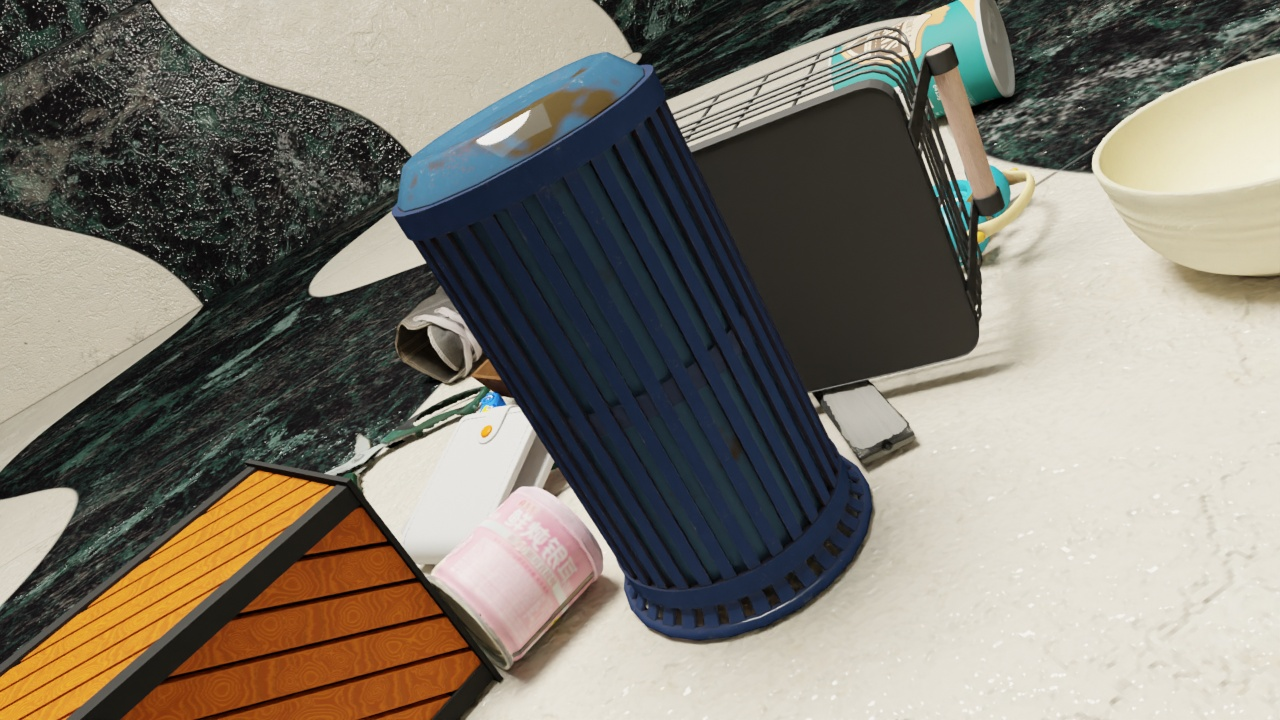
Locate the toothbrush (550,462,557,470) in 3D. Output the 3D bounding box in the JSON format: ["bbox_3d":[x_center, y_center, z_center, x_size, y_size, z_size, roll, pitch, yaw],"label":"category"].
[{"bbox_3d":[-0.051,0.070,0.641,0.190,0.017,0.016,-20,42,25],"label":"toothbrush"}]

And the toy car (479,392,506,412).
[{"bbox_3d":[-0.099,0.055,0.711,0.062,0.033,0.091,-13,31,19],"label":"toy car"}]

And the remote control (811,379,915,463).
[{"bbox_3d":[0.122,0.020,0.542,0.033,0.013,0.136,-27,24,4],"label":"remote control"}]

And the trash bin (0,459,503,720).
[{"bbox_3d":[-0.201,0.163,0.461,0.140,0.140,0.171,-1,36,49],"label":"trash bin"}]

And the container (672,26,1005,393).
[{"bbox_3d":[0.084,-0.081,0.562,0.242,0.163,0.130,-15,27,29],"label":"container"}]

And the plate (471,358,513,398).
[{"bbox_3d":[-0.073,0.001,0.768,0.131,0.025,0.131,-16,16,5],"label":"plate"}]

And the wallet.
[{"bbox_3d":[-0.118,0.086,0.635,0.116,0.037,0.118,-10,46,39],"label":"wallet"}]

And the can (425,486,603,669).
[{"bbox_3d":[-0.067,0.116,0.497,0.076,0.067,0.067,-43,26,-27],"label":"can"}]

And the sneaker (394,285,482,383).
[{"bbox_3d":[-0.143,-0.047,0.897,0.235,0.095,0.119,-3,37,43],"label":"sneaker"}]

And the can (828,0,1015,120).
[{"bbox_3d":[0.268,-0.277,0.876,0.144,0.099,0.099,-12,28,36],"label":"can"}]

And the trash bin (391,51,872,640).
[{"bbox_3d":[-0.001,-0.006,0.436,0.139,0.249,0.139,-25,23,11],"label":"trash bin"}]

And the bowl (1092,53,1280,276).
[{"bbox_3d":[0.318,-0.092,0.463,0.151,0.075,0.150,-25,24,12],"label":"bowl"}]

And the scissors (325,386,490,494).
[{"bbox_3d":[-0.225,0.092,0.802,0.202,0.015,0.205,-26,25,7],"label":"scissors"}]

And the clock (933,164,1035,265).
[{"bbox_3d":[0.212,-0.098,0.647,0.130,0.044,0.098,-15,26,46],"label":"clock"}]
